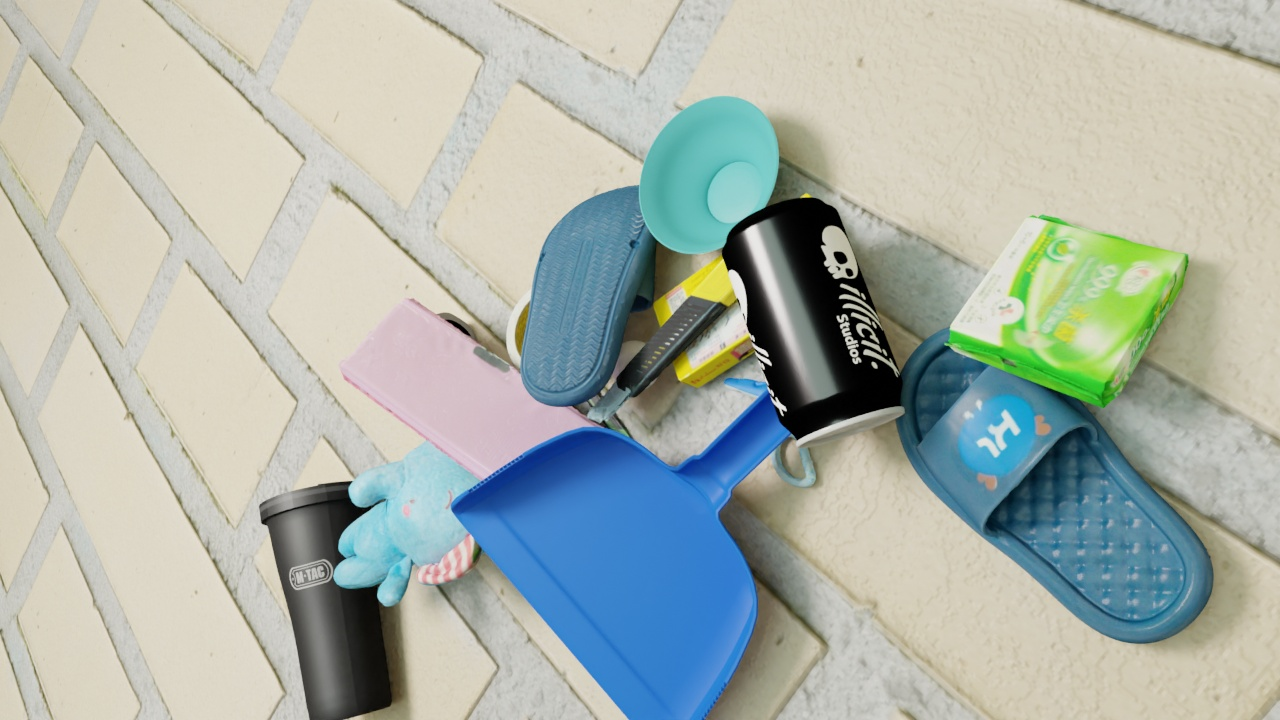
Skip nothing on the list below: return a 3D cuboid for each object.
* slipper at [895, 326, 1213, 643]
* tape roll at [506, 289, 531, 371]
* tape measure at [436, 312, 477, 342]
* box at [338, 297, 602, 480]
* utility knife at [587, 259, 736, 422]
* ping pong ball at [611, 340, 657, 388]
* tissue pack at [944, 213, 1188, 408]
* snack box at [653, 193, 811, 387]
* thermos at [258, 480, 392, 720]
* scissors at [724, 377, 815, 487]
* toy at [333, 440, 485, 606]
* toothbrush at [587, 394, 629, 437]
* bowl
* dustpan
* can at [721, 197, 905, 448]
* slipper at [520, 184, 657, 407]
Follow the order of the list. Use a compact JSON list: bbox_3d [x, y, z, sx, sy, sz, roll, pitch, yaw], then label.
[{"bbox_3d":[0.227,0.070,0.536,0.104,0.059,0.213,-49,58,22],"label":"slipper"},{"bbox_3d":[-0.068,-0.024,0.779,0.094,0.019,0.094,-7,71,20],"label":"tape roll"},{"bbox_3d":[-0.176,-0.014,0.842,0.017,0.065,0.064,-33,66,27],"label":"tape measure"},{"bbox_3d":[-0.138,0.040,0.760,0.233,0.041,0.098,31,71,17],"label":"box"},{"bbox_3d":[0.026,-0.019,0.683,0.198,0.020,0.028,-45,51,17],"label":"utility knife"},{"bbox_3d":[-0.004,0.004,0.727,0.040,0.040,0.040,-8,76,35],"label":"ping pong ball"},{"bbox_3d":[0.246,-0.032,0.533,0.100,0.034,0.113,26,69,38],"label":"tissue pack"},{"bbox_3d":[0.081,-0.049,0.680,0.153,0.025,0.075,-34,56,26],"label":"snack box"},{"bbox_3d":[-0.289,0.221,0.862,0.106,0.105,0.218,-23,73,31],"label":"thermos"},{"bbox_3d":[0.110,0.034,0.658,0.125,0.016,0.125,14,87,41],"label":"scissors"},{"bbox_3d":[-0.197,0.128,0.788,0.181,0.115,0.183,-26,39,12],"label":"toy"},{"bbox_3d":[-0.046,0.023,0.775,0.188,0.017,0.014,49,114,29],"label":"toothbrush"},{"bbox_3d":[0.061,-0.135,0.703,0.121,0.046,0.121,-8,76,35],"label":"bowl"},{"bbox_3d":[0.024,0.110,0.651,0.257,0.059,0.245,-44,77,2],"label":"dustpan"},{"bbox_3d":[0.110,-0.024,0.588,0.080,0.080,0.146,-25,75,30],"label":"can"},{"bbox_3d":[-0.038,-0.054,0.733,0.104,0.059,0.213,2,59,26],"label":"slipper"}]
